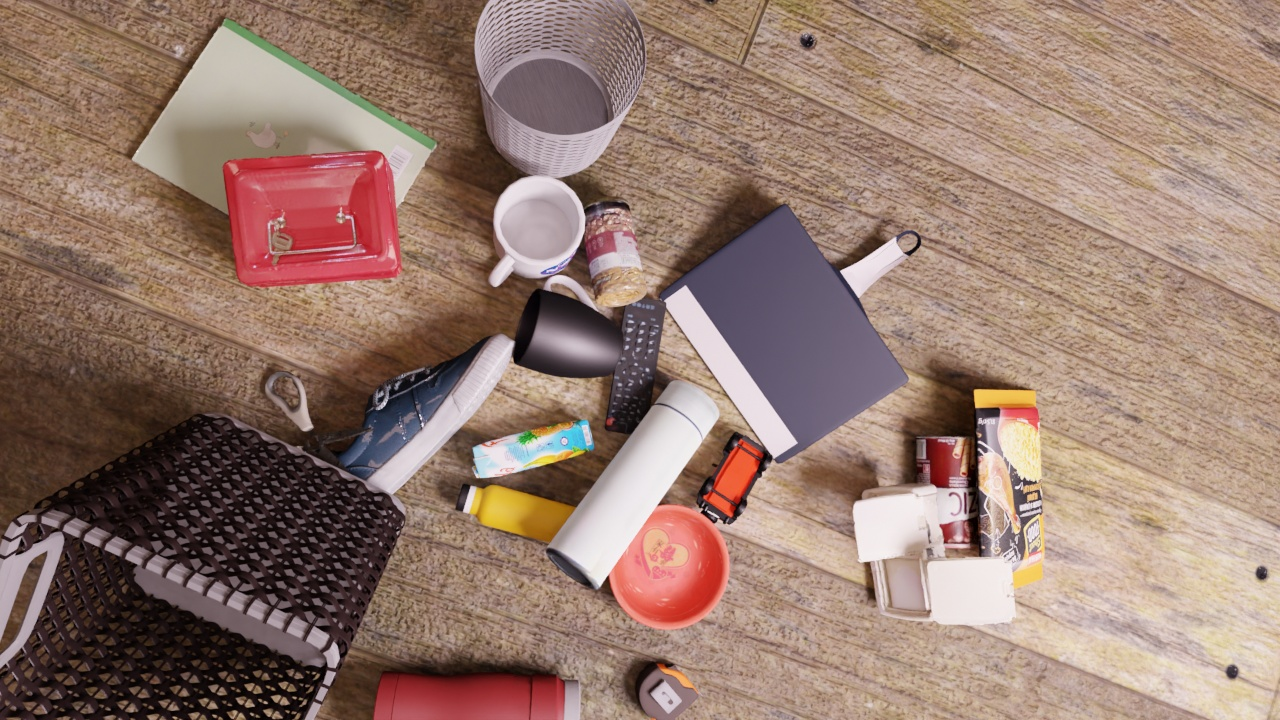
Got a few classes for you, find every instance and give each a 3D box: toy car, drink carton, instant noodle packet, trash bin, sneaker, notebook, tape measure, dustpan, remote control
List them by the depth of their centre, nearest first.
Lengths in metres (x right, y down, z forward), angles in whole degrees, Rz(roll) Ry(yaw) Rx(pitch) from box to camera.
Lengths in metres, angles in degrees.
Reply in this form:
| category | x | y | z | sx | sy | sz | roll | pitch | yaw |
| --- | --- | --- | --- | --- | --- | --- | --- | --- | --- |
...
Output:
| category | x | y | z | sx | sy | sz | roll | pitch | yaw |
| --- | --- | --- | --- | --- | --- | --- | --- | --- | --- |
| trash bin | -0.087 | -0.275 | 0.924 | 0.156 | 0.183 | 0.156 | 1 | 86 | -9 |
| sneaker | -0.228 | 0.048 | 0.936 | 0.087 | 0.089 | 0.235 | 44 | 86 | 1 |
| notebook | -0.370 | -0.220 | 0.965 | 0.252 | 0.010 | 0.181 | 30 | 83 | -6 |
| drink carton | -0.115 | 0.093 | 0.969 | 0.128 | 0.044 | 0.038 | -13 | 89 | -11 |
| tape measure | 0.025 | 0.353 | 0.978 | 0.058 | 0.038 | 0.059 | -38 | 93 | -9 |
| toy car | 0.099 | 0.130 | 0.997 | 0.051 | 0.049 | 0.100 | 33 | 67 | 1 |
| remote control | -0.006 | 0.006 | 1.004 | 0.047 | 0.022 | 0.150 | 10 | 87 | -9 |
| instant noodle packet | 0.413 | 0.143 | 1.023 | 0.159 | 0.032 | 0.220 | 2 | 86 | -45 |
| dustpan | 0.201 | -0.060 | 1.031 | 0.273 | 0.080 | 0.236 | -35 | 93 | 11 |

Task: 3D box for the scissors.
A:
| category | x | y | z | sx | sy | sz | roll | pitch | yaw |
| --- | --- | --- | --- | --- | --- | --- | --- | --- | --- |
| scissors | -0.340 | 0.077 | 0.920 | 0.171 | 0.012 | 0.157 | -31 | 70 | 14 |

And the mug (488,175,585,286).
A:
| category | x | y | z | sx | sy | sz | roll | pitch | yaw |
| --- | --- | --- | --- | --- | --- | --- | --- | --- | --- |
| mug | -0.117 | -0.126 | 0.957 | 0.091 | 0.090 | 0.121 | 41 | 81 | -5 |

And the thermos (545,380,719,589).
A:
| category | x | y | z | sx | sy | sz | roll | pitch | yaw |
| --- | --- | --- | --- | --- | --- | --- | --- | --- | --- |
| thermos | -0.005 | 0.124 | 0.946 | 0.068 | 0.068 | 0.229 | 40 | 66 | -5 |

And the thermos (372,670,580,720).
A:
| category | x | y | z | sx | sy | sz | roll | pitch | yaw |
| --- | --- | --- | --- | --- | --- | --- | --- | --- | --- |
| thermos | -0.162 | 0.364 | 0.916 | 0.198 | 0.108 | 0.084 | 5 | 123 | -7 |

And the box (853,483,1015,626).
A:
| category | x | y | z | sx | sy | sz | roll | pitch | yaw |
| --- | --- | --- | --- | --- | --- | --- | --- | --- | --- |
| box | 0.272 | 0.201 | 0.939 | 0.105 | 0.188 | 0.143 | -4 | 81 | -25 |

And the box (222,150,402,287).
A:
| category | x | y | z | sx | sy | sz | roll | pitch | yaw |
| --- | --- | --- | --- | --- | --- | --- | --- | --- | --- |
| box | -0.324 | -0.140 | 0.922 | 0.157 | 0.087 | 0.129 | -5 | 87 | -13 |

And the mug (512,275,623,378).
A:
| category | x | y | z | sx | sy | sz | roll | pitch | yaw |
| --- | --- | --- | --- | --- | --- | --- | --- | --- | --- |
| mug | -0.072 | -0.036 | 0.972 | 0.100 | 0.085 | 0.118 | 17 | 54 | -19 |

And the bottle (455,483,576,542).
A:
| category | x | y | z | sx | sy | sz | roll | pitch | yaw |
| --- | --- | --- | --- | --- | --- | --- | --- | --- | --- |
| bottle | -0.121 | 0.162 | 0.964 | 0.143 | 0.043 | 0.043 | 17 | 84 | -8 |

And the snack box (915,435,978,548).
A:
| category | x | y | z | sx | sy | sz | roll | pitch | yaw |
| --- | --- | --- | --- | --- | --- | --- | --- | --- | --- |
| snack box | 0.344 | 0.145 | 1.024 | 0.072 | 0.072 | 0.121 | 2 | 86 | -9 |

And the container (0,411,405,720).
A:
| category | x | y | z | sx | sy | sz | roll | pitch | yaw |
| --- | --- | --- | --- | --- | --- | --- | --- | --- | --- |
| container | -0.368 | 0.217 | 0.786 | 0.245 | 0.243 | 0.248 | 27 | 107 | -7 |

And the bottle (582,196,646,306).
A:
| category | x | y | z | sx | sy | sz | roll | pitch | yaw |
| --- | --- | --- | --- | --- | --- | --- | --- | --- | --- |
| bottle | -0.030 | -0.115 | 0.978 | 0.056 | 0.056 | 0.105 | -9 | 75 | -10 |

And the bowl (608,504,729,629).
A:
| category | x | y | z | sx | sy | sz | roll | pitch | yaw |
| --- | --- | --- | --- | --- | --- | --- | --- | --- | --- |
| bowl | 0.027 | 0.218 | 0.983 | 0.130 | 0.045 | 0.130 | 1 | 86 | -9 |
